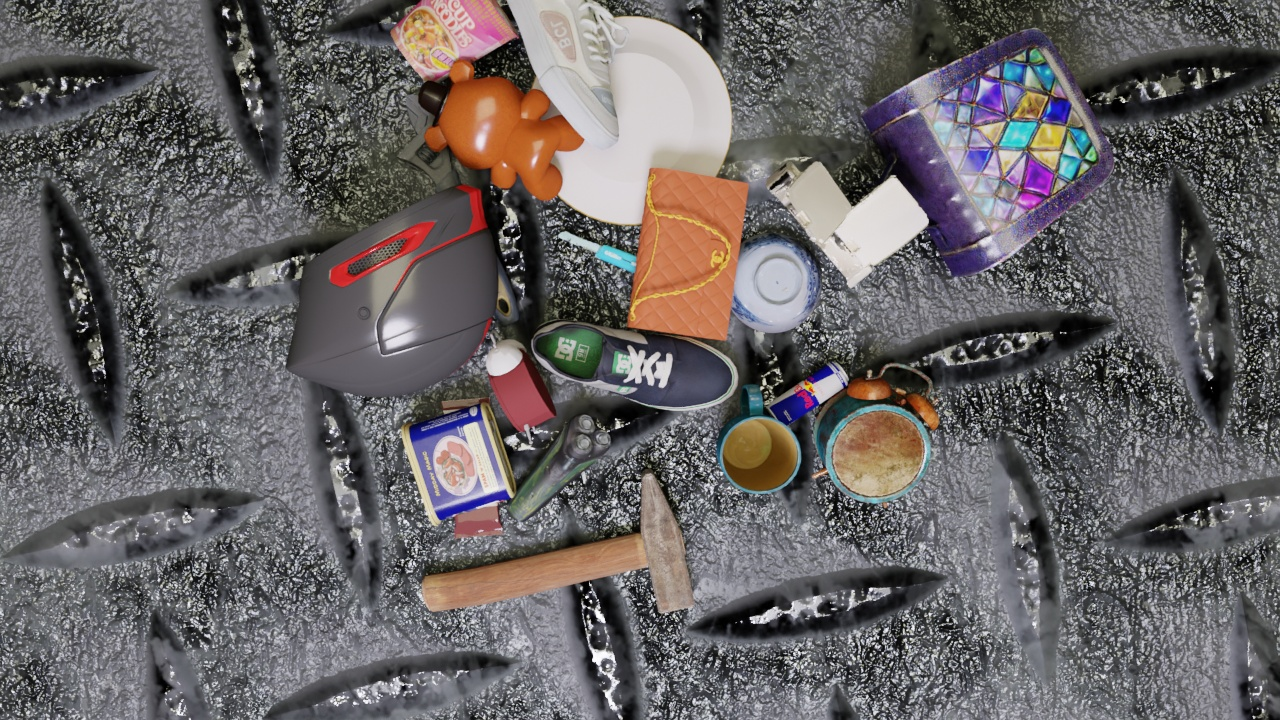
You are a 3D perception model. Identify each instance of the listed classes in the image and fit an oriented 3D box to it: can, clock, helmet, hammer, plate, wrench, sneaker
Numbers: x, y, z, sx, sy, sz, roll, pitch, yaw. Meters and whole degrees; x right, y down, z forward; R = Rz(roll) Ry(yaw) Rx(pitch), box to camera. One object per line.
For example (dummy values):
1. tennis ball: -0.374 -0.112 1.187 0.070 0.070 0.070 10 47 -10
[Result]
1. can: 0.188 0.039 1.034 0.095 0.032 0.032 -34 94 1
2. clock: 0.263 0.075 1.016 0.121 0.073 0.158 22 105 -6
3. helmet: -0.250 -0.053 0.954 0.265 0.164 0.170 -26 101 5
4. clock: -0.134 0.024 1.001 0.044 0.087 0.124 -27 97 1
5. hammer: -0.101 0.229 1.039 0.301 0.037 0.158 -12 94 -1
6. plate: -0.012 -0.267 1.016 0.230 0.021 0.230 0 94 -1
7. can: -0.197 0.111 1.006 0.092 0.056 0.116 -18 94 -1
8. wrench: -0.200 -0.166 1.019 0.073 0.022 0.273 -25 93 -6
9. sneaker: -0.067 -0.339 0.954 0.091 0.089 0.242 -29 78 21
10. sneaker: -0.006 0.006 1.005 0.235 0.079 0.084 12 92 -2

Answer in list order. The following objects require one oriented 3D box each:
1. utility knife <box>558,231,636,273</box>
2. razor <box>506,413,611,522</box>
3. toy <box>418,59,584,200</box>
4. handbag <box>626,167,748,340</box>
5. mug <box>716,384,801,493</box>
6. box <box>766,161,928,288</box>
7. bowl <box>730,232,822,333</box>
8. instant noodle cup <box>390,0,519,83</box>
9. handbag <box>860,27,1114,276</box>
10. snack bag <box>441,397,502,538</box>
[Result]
1. utility knife: -0.022 -0.112 1.029 0.151 0.015 0.022 20 91 -2
2. razor: -0.096 0.124 1.020 0.054 0.067 0.151 44 100 0
3. toy: -0.152 -0.246 0.976 0.176 0.096 0.112 24 109 -19
4. handbag: 0.050 -0.114 0.995 0.108 0.060 0.172 8 92 -14
5. mug: 0.123 0.082 1.001 0.084 0.104 0.112 -2 91 -1
6. box: 0.213 -0.155 0.931 0.107 0.192 0.143 -40 100 19
7. bowl: 0.151 -0.087 1.019 0.114 0.045 0.114 0 94 -1
8. instant noodle cup: -0.201 -0.353 0.975 0.109 0.097 0.097 -34 94 8
9. handbag: 0.351 -0.214 0.975 0.222 0.125 0.205 -31 94 -2
10. snack bag: -0.191 0.122 1.042 0.057 0.013 0.158 -6 94 -2
